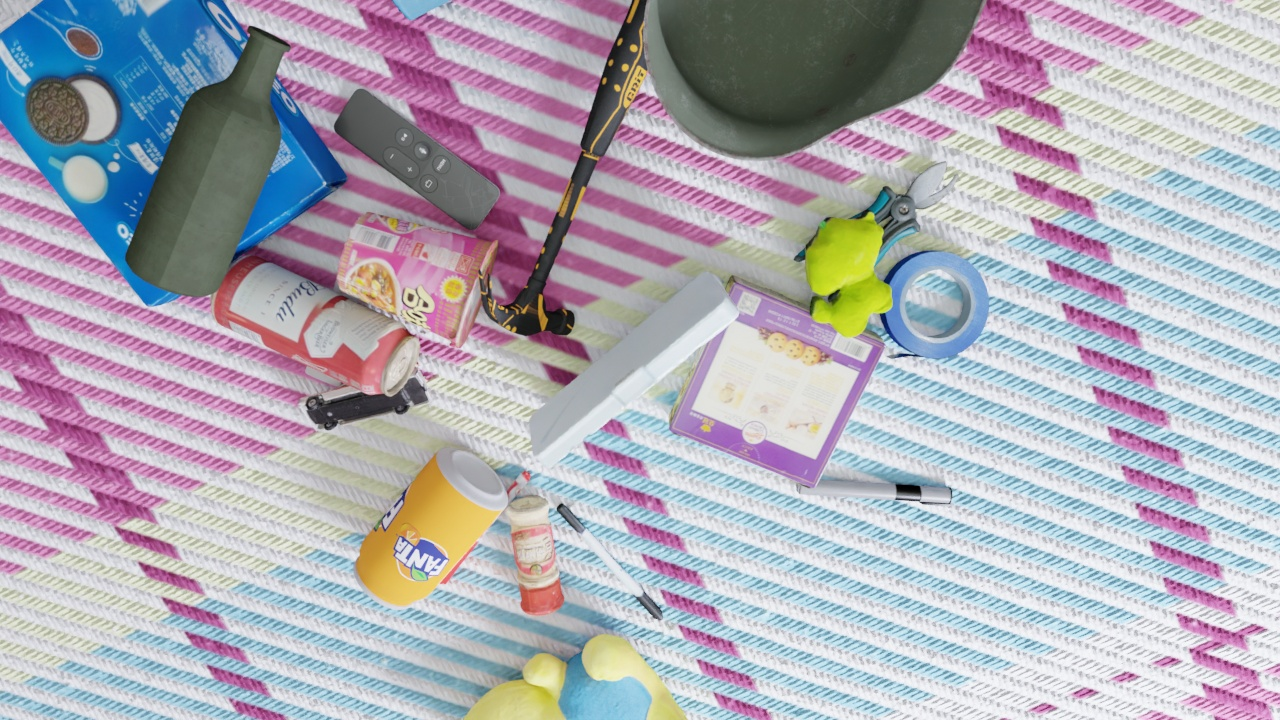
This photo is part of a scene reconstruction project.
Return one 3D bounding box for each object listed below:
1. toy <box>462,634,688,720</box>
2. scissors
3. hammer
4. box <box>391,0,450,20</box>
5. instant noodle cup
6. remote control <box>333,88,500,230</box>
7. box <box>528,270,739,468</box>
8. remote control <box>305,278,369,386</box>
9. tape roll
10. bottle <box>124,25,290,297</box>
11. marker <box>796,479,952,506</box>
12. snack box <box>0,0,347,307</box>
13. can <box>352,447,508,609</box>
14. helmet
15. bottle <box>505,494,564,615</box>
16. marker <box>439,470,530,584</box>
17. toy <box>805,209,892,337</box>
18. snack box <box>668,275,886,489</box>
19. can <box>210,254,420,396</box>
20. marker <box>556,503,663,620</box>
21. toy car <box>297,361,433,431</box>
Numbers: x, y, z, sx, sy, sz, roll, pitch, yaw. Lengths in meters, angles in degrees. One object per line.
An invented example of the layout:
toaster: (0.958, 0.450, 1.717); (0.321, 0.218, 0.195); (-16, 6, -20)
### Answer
toy: (-0.072, 0.348, 0.879); (0.214, 0.084, 0.149); (-35, 100, 12)
scissors: (0.197, -0.110, 0.782); (0.153, 0.019, 0.128); (3, 106, 2)
hammer: (-0.042, -0.169, 0.743); (0.036, 0.123, 0.321); (28, 99, 32)
box: (-0.108, -0.367, 0.704); (0.232, 0.094, 0.102); (-23, 74, 8)
instant noodle cup: (-0.185, -0.073, 0.761); (0.108, 0.097, 0.098); (20, 104, -4)
remote control: (-0.190, -0.170, 0.781); (0.146, 0.008, 0.045); (36, 103, -8)
box: (-0.008, 0.000, 0.756); (0.197, 0.136, 0.049); (-39, 99, 10)
remote control: (-0.262, -0.041, 0.815); (0.033, 0.012, 0.131); (23, 104, -2)
tape roll: (0.253, -0.048, 0.792); (0.091, 0.016, 0.093); (-6, 101, -4)
bottle: (-0.322, -0.152, 0.700); (0.071, 0.071, 0.207); (28, 104, -6)
marker: (0.214, 0.120, 0.844); (0.140, 0.016, 0.016); (4, 105, 1)
snack box: (-0.394, -0.193, 0.757); (0.196, 0.056, 0.239); (-31, 103, 9)
can: (-0.190, 0.152, 0.830); (0.079, 0.079, 0.143); (39, 102, -8)
helmet: (0.104, -0.275, 0.668); (0.227, 0.154, 0.268); (34, 96, -19)
bottle: (-0.098, 0.181, 0.855); (0.044, 0.044, 0.109); (-6, 104, 3)
marker: (-0.148, 0.158, 0.866); (0.013, 0.012, 0.142); (38, 103, -8)
toy: (0.172, -0.073, 0.761); (0.094, 0.036, 0.093); (-43, 97, 1)
snack box: (0.117, 0.020, 0.807); (0.143, 0.040, 0.148); (22, 104, -4)
can: (-0.275, -0.029, 0.776); (0.170, 0.067, 0.067); (25, 104, 6)
marker: (-0.028, 0.193, 0.873); (0.011, 0.011, 0.152); (-39, 100, 10)
toy car: (-0.244, 0.031, 0.821); (0.113, 0.039, 0.039); (-14, 130, 6)
